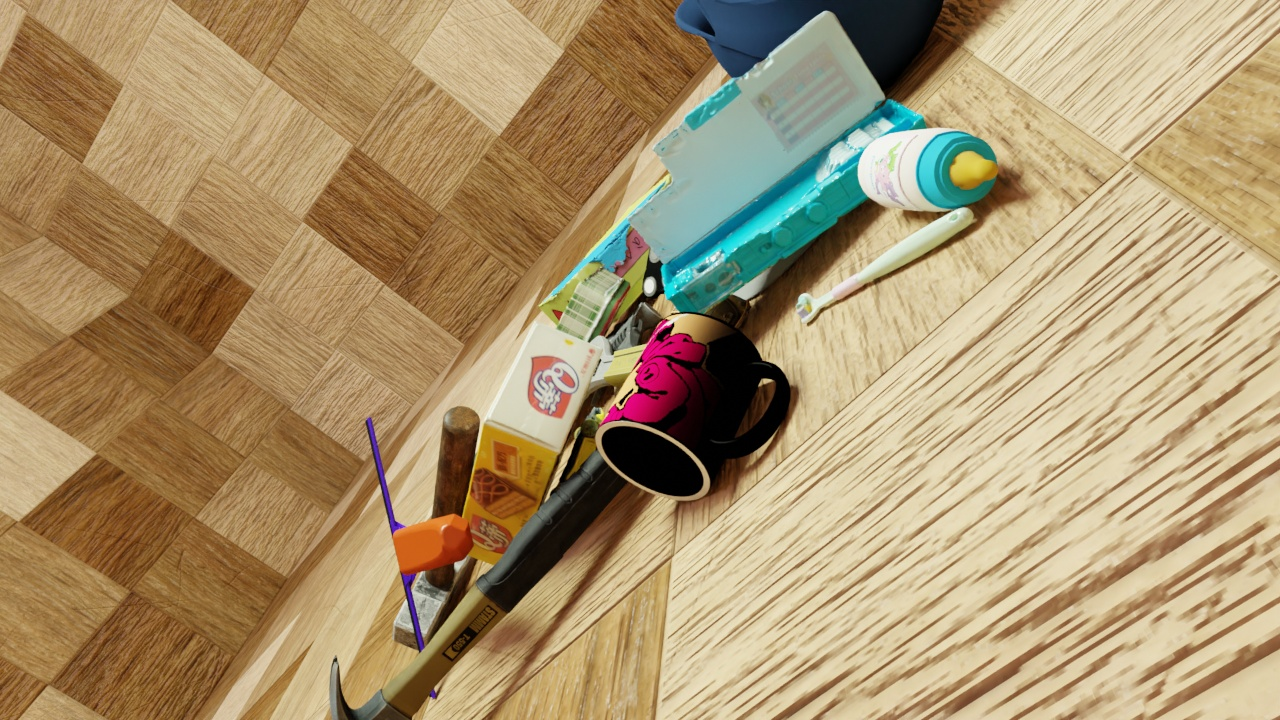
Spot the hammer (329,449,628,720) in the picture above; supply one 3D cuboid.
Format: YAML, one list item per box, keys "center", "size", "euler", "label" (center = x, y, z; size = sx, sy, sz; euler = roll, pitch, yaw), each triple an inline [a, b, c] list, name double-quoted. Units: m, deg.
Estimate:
- center: [-0.088, 0.151, 0.664]
  size: [0.332, 0.118, 0.025]
  euler: [-48, 24, -9]
  label: "hammer"

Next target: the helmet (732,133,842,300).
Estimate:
- center: [0.092, -0.170, 0.860]
  size: [0.184, 0.117, 0.270]
  euler: [-46, 16, 22]
  label: "helmet"

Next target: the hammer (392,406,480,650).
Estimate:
- center: [-0.170, 0.120, 0.886]
  size: [0.301, 0.037, 0.217]
  euler: [109, -178, -46]
  label: "hammer"

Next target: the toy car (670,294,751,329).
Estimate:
- center: [0.053, -0.041, 0.797]
  size: [0.047, 0.047, 0.112]
  euler: [-55, 15, -9]
  label: "toy car"

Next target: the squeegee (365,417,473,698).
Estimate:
- center: [-0.168, 0.148, 0.737]
  size: [0.055, 0.249, 0.185]
  euler: [-12, -9, -25]
  label: "squeegee"

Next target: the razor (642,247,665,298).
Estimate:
- center: [0.060, -0.120, 0.986]
  size: [0.057, 0.060, 0.155]
  euler: [-17, 15, 48]
  label: "razor"

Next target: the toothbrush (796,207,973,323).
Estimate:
- center: [0.151, -0.059, 0.588]
  size: [0.155, 0.015, 0.022]
  euler: [-34, 56, 54]
  label: "toothbrush"

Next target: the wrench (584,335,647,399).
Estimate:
- center: [-0.012, 0.003, 0.808]
  size: [0.083, 0.018, 0.274]
  euler: [-62, 19, -17]
  label: "wrench"

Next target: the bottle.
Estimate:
- center: [0.180, -0.117, 0.566]
  size: [0.051, 0.051, 0.146]
  euler: [-50, 13, 4]
  label: "bottle"

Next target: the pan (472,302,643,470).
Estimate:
- center: [-0.113, 0.044, 1.156]
  size: [0.358, 0.055, 0.186]
  euler: [-49, 12, 28]
  label: "pan"

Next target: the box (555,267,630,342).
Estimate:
- center: [-0.079, 0.000, 1.012]
  size: [0.206, 0.049, 0.117]
  euler: [-60, -2, 16]
  label: "box"

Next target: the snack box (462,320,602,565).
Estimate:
- center: [-0.100, 0.082, 0.782]
  size: [0.231, 0.061, 0.109]
  euler: [114, 178, -52]
  label: "snack box"

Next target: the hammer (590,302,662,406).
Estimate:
- center: [-0.011, 0.034, 0.884]
  size: [0.119, 0.030, 0.331]
  euler: [-50, 16, 11]
  label: "hammer"

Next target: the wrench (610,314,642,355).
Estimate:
- center: [-0.005, 0.005, 0.846]
  size: [0.073, 0.018, 0.273]
  euler: [-55, 17, 3]
  label: "wrench"

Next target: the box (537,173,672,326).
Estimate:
- center: [-0.021, -0.125, 1.160]
  size: [0.220, 0.081, 0.125]
  euler: [-53, 13, -33]
  label: "box"

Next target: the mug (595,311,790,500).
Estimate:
- center: [0.042, 0.030, 0.605]
  size: [0.118, 0.082, 0.098]
  euler: [0, 47, 38]
  label: "mug"

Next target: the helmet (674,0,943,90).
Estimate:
- center: [0.157, -0.350, 0.870]
  size: [0.232, 0.223, 0.272]
  euler: [-40, 41, -11]
  label: "helmet"

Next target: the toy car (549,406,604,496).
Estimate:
- center: [-0.053, 0.091, 0.818]
  size: [0.049, 0.030, 0.106]
  euler: [130, 162, -75]
  label: "toy car"

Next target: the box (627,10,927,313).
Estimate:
- center: [0.090, -0.149, 0.703]
  size: [0.227, 0.121, 0.097]
  euler: [-35, 19, 13]
  label: "box"
